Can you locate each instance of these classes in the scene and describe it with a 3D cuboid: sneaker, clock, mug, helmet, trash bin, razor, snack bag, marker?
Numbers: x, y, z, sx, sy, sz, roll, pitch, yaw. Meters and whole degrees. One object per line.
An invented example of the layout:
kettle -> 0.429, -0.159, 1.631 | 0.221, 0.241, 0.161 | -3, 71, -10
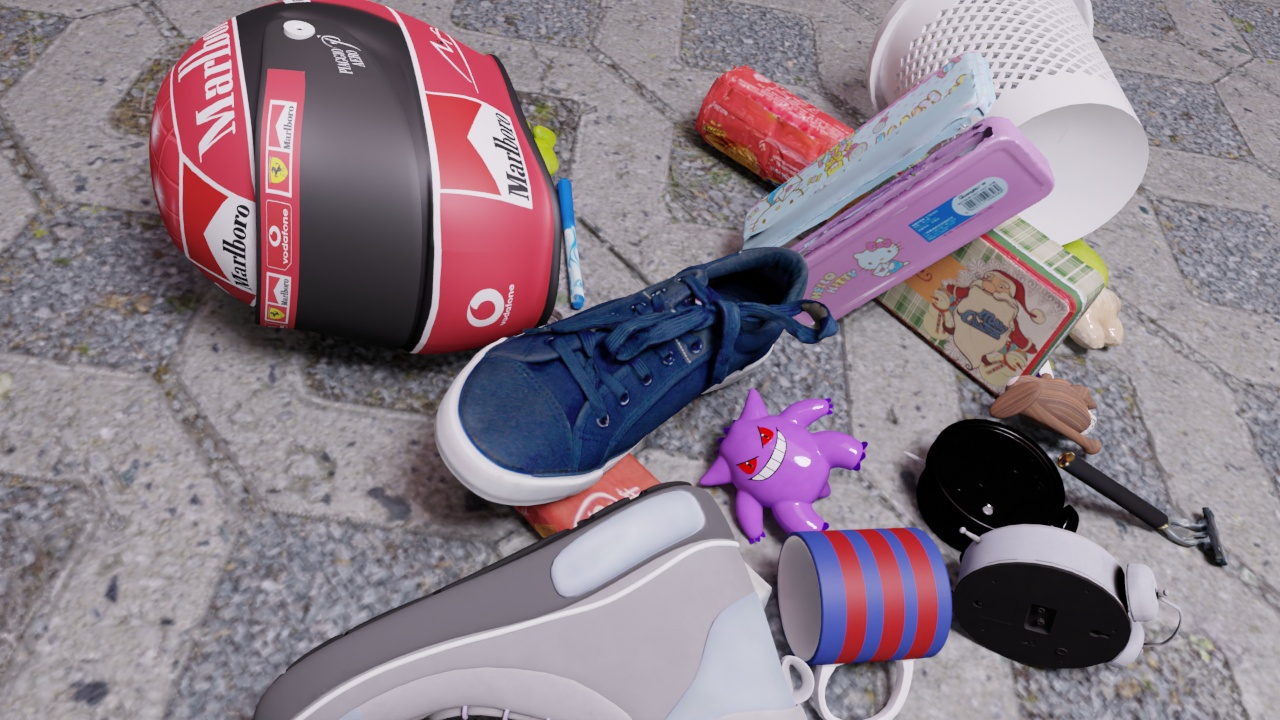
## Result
sneaker -> 0.013, -0.010, 0.556 | 0.293, 0.128, 0.120 | -27, 74, -41
clock -> 0.246, 0.140, 0.536 | 0.123, 0.095, 0.035 | 10, 44, 20
mug -> 0.128, 0.154, 0.529 | 0.076, 0.075, 0.111 | 0, 77, -11
helmet -> -0.197, -0.122, 0.606 | 0.224, 0.198, 0.270 | -3, 46, -25
trash bin -> 0.308, -0.205, 0.760 | 0.195, 0.196, 0.199 | 4, 45, -8
razor -> 0.338, 0.097, 0.624 | 0.144, 0.022, 0.042 | 26, 47, -14
snack bag -> 0.128, -0.193, 0.804 | 0.176, 0.082, 0.082 | 37, 54, 21
snack bag -> -0.025, 0.092, 0.567 | 0.077, 0.041, 0.225 | -32, 61, -33
sneaker -> -0.049, 0.177, 0.454 | 0.256, 0.093, 0.160 | -26, 75, -7
clock -> 0.235, 0.097, 0.607 | 0.091, 0.043, 0.120 | -16, 55, -22
marker -> -0.055, -0.096, 0.734 | 0.013, 0.013, 0.141 | -1, 51, -11

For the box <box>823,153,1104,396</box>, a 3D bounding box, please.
box -> 0.234, -0.073, 0.703 | 0.049, 0.118, 0.205 | -27, 61, -34

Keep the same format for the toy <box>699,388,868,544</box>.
toy -> 0.090, 0.068, 0.597 | 0.088, 0.056, 0.106 | 29, 86, 10

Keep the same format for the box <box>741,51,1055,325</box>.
box -> 0.172, -0.119, 0.662 | 0.089, 0.215, 0.092 | 28, 45, -32

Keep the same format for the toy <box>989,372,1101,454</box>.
toy -> 0.291, 0.032, 0.653 | 0.101, 0.042, 0.054 | 26, 44, -28

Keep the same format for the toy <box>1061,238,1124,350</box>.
toy -> 0.356, -0.058, 0.758 | 0.092, 0.043, 0.117 | -4, 58, -27

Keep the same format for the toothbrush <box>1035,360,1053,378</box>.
toothbrush -> 0.307, -0.047, 0.758 | 0.015, 0.016, 0.186 | 2, 50, -10

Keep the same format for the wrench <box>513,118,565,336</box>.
wrench -> -0.098, -0.111, 0.741 | 0.070, 0.010, 0.272 | -2, 51, -12

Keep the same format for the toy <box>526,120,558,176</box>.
toy -> -0.118, -0.183, 0.767 | 0.094, 0.036, 0.093 | -18, 63, -24
